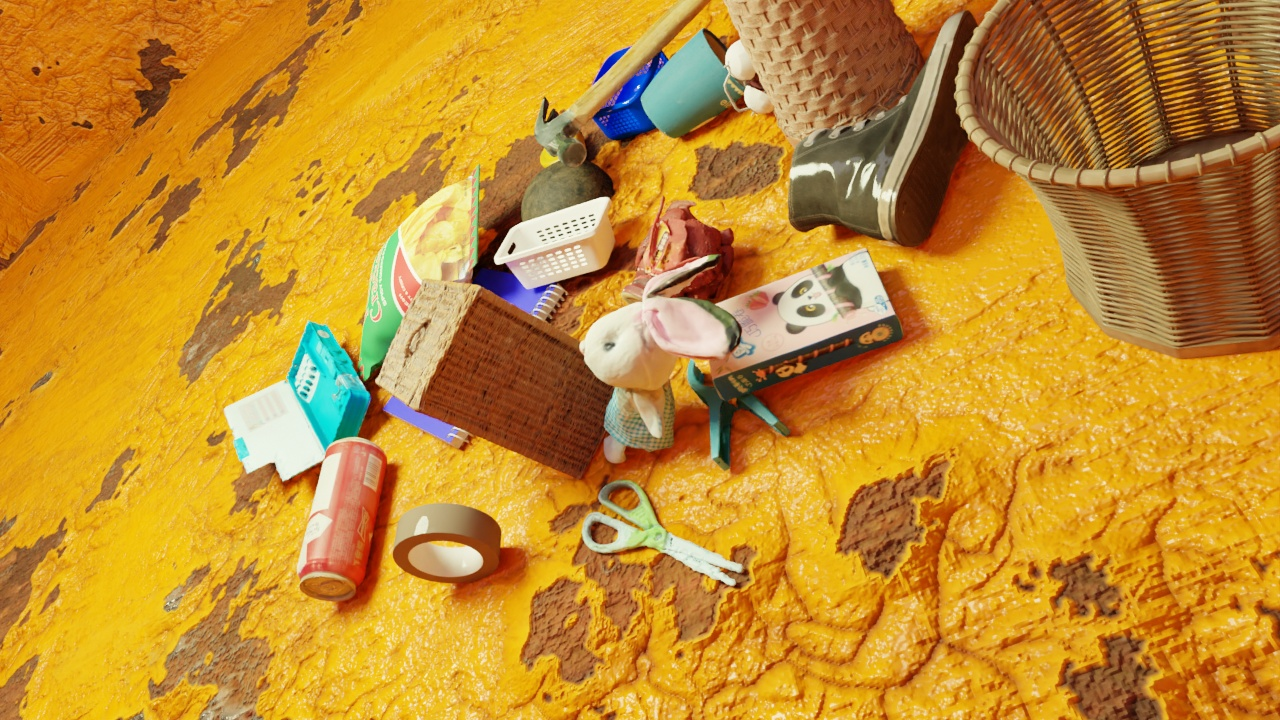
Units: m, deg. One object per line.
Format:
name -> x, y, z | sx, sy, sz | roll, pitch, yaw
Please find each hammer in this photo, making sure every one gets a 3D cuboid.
hammer -> 0.004, -0.365, 1.076 | 0.330, 0.033, 0.132 | -44, 39, 1

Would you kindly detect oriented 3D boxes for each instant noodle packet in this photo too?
instant noodle packet -> -0.276, -0.105, 1.136 | 0.253, 0.090, 0.195 | -40, 38, 28

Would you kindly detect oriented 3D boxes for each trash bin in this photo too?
trash bin -> 0.158, -0.312, 0.851 | 0.152, 0.210, 0.151 | -23, 45, 25

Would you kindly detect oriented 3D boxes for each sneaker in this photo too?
sneaker -> 0.221, -0.206, 0.805 | 0.120, 0.095, 0.234 | 13, 74, 44

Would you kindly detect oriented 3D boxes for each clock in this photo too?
clock -> 0.140, -0.316, 0.967 | 0.124, 0.087, 0.044 | -43, 41, -3

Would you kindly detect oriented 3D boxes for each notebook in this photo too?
notebook -> -0.190, -0.009, 1.043 | 0.172, 0.022, 0.208 | 16, 68, 48

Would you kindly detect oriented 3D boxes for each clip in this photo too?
clip -> 0.063, 0.040, 0.781 | 0.113, 0.028, 0.126 | -24, 43, 16

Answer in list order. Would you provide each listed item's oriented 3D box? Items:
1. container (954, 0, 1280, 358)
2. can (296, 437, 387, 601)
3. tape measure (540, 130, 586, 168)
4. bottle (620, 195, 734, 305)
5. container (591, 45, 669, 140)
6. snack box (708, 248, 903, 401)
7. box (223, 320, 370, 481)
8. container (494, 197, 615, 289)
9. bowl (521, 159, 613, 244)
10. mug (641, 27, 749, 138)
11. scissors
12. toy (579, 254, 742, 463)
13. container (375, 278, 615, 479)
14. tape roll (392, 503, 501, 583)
container -> 0.337, -0.133, 0.559 | 0.227, 0.196, 0.226 | -23, 45, 25
can -> -0.312, 0.164, 0.966 | 0.067, 0.067, 0.169 | -24, 45, 24
tape measure -> -0.097, -0.260, 1.165 | 0.059, 0.030, 0.068 | -30, 40, 17
bottle -> 0.036, -0.093, 0.862 | 0.099, 0.099, 0.111 | 21, 77, 48
container -> -0.008, -0.328, 1.124 | 0.096, 0.058, 0.114 | -5, 54, 38
snack box -> 0.128, -0.030, 0.759 | 0.154, 0.033, 0.087 | -21, 43, 12
box -> -0.421, 0.062, 1.146 | 0.180, 0.074, 0.227 | -48, 40, -2
container -> -0.087, -0.126, 1.009 | 0.129, 0.049, 0.080 | -13, 33, 22
bowl -> -0.098, -0.198, 1.094 | 0.121, 0.056, 0.121 | -23, 45, 25
mug -> 0.061, -0.311, 1.045 | 0.104, 0.084, 0.112 | -36, 11, 26
scissors -> 0.019, 0.141, 0.744 | 0.176, 0.033, 0.072 | 16, 66, 42
toy -> -0.004, 0.005, 0.769 | 0.130, 0.105, 0.206 | -93, 21, -47
container -> -0.125, 0.014, 0.831 | 0.113, 0.198, 0.113 | 18, 81, 51
tape roll -> -0.173, 0.165, 0.824 | 0.094, 0.093, 0.030 | -23, 45, 24
